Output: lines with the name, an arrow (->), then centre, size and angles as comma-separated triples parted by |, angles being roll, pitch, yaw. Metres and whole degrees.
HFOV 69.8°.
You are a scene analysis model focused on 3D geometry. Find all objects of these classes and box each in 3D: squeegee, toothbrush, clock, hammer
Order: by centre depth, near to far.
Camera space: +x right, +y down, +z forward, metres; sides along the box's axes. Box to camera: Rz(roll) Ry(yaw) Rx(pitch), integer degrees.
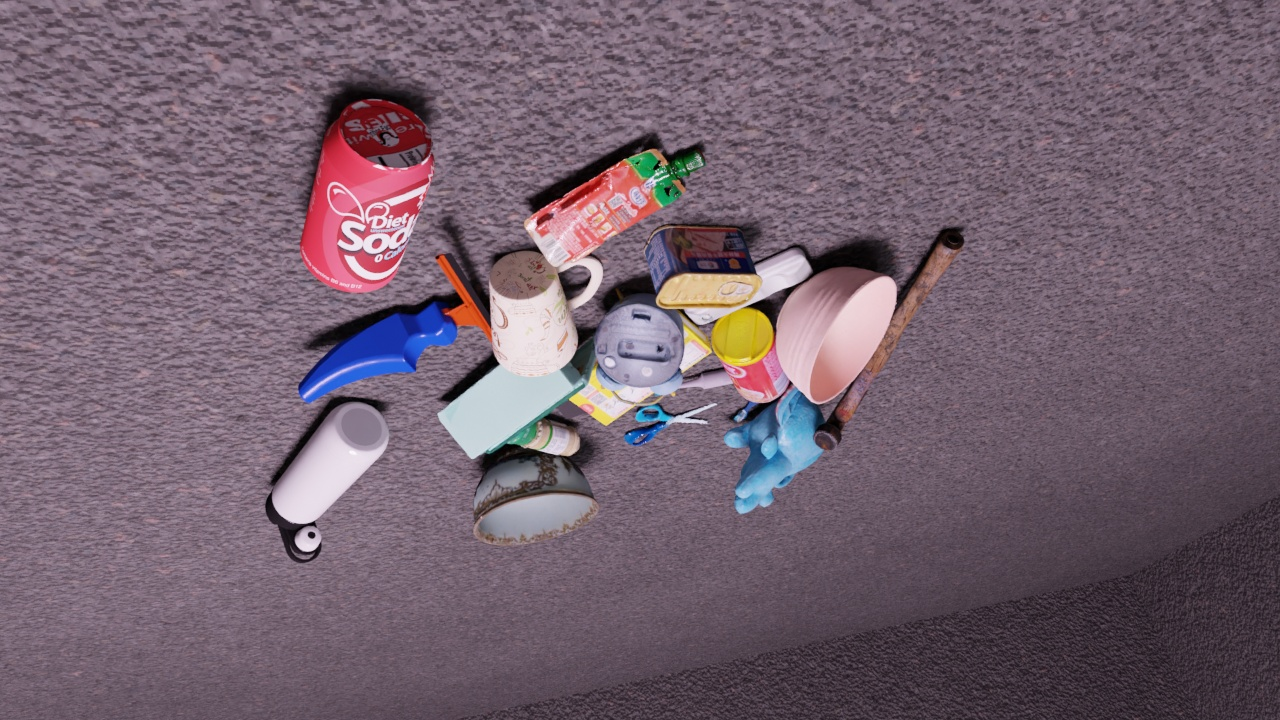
squeegee -> -0.229, -0.013, 0.848 | 0.184, 0.055, 0.249 | -28, 161, -5
clock -> 0.000, -0.009, 0.914 | 0.089, 0.051, 0.125 | 6, 114, 4
hammer -> 0.289, -0.026, 1.065 | 0.119, 0.033, 0.331 | -49, 165, -39
toothbrush -> 0.107, 0.019, 1.100 | 0.188, 0.019, 0.018 | -11, 154, -7
toothbrush -> 0.150, 0.045, 1.171 | 0.016, 0.021, 0.133 | -39, 168, -36

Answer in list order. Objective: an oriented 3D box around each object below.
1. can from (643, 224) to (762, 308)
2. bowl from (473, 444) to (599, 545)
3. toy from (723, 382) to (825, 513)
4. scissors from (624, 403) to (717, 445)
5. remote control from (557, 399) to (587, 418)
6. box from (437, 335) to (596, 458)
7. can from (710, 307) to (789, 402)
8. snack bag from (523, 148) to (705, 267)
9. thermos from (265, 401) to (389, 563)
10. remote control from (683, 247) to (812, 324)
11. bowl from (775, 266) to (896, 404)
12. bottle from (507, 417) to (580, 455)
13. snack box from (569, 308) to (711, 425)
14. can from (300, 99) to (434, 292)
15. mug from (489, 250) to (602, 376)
can -> 0.057, -0.086, 0.848 | 0.099, 0.059, 0.054 | -1, 149, -23
bowl -> -0.140, 0.160, 1.160 | 0.160, 0.093, 0.160 | -11, 151, -7
toy -> 0.165, 0.119, 1.196 | 0.180, 0.115, 0.184 | -43, 147, -29
scissors -> 0.034, 0.082, 1.191 | 0.129, 0.014, 0.117 | 3, 144, -37
remote control -> -0.033, 0.033, 1.067 | 0.133, 0.013, 0.058 | -17, 151, 6
box -> -0.122, 0.029, 0.981 | 0.189, 0.077, 0.091 | -36, -176, 38
can -> 0.125, -0.004, 1.019 | 0.067, 0.066, 0.124 | -20, 151, 10
snack bag -> -0.016, -0.131, 0.761 | 0.155, 0.044, 0.087 | -27, 155, 13
thermos -> -0.349, 0.140, 1.023 | 0.068, 0.101, 0.231 | -14, 160, -47
remote control -> 0.110, -0.072, 0.936 | 0.133, 0.022, 0.050 | -24, 150, 16
bowl -> 0.192, -0.037, 0.958 | 0.152, 0.076, 0.153 | -35, 144, -31
bottle -> -0.118, 0.087, 1.098 | 0.043, 0.042, 0.110 | -31, 149, 27
snack box -> -0.006, 0.006, 0.980 | 0.152, 0.025, 0.075 | -36, 130, 19
can -> -0.199, -0.114, 0.663 | 0.074, 0.074, 0.143 | 2, 147, -28
mug -> -0.084, -0.055, 0.841 | 0.121, 0.081, 0.097 | -29, 148, -18
